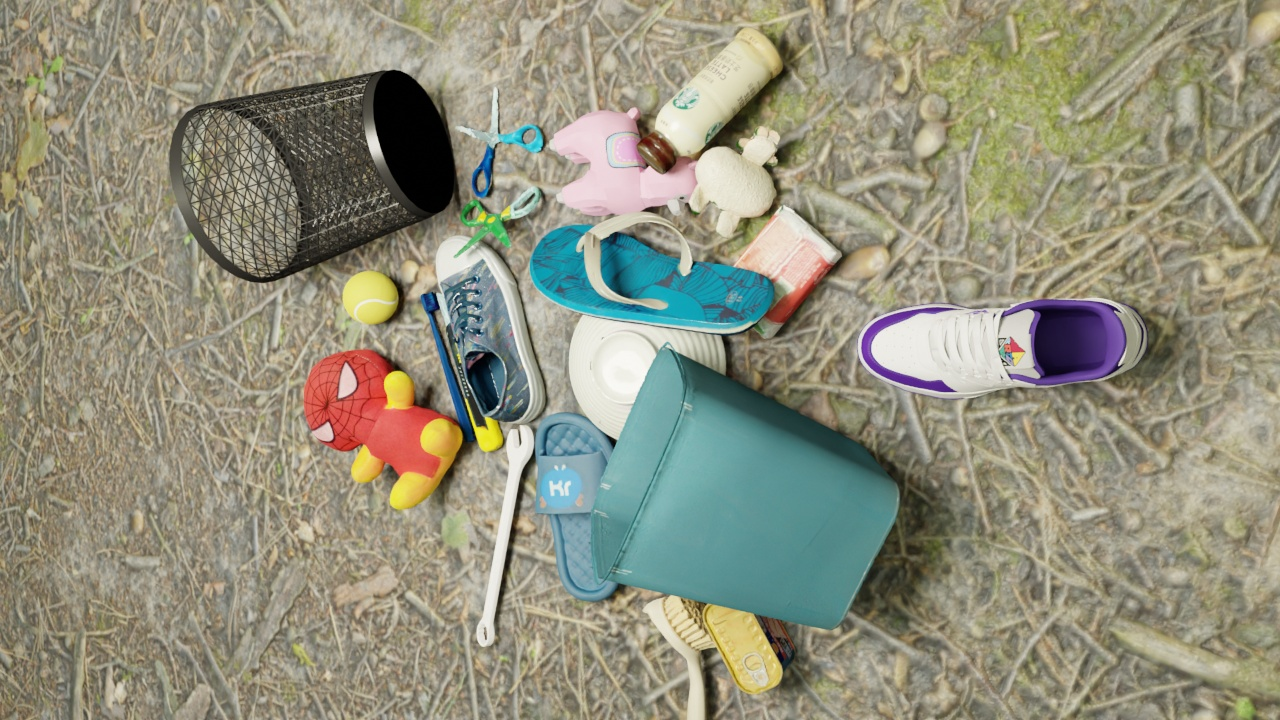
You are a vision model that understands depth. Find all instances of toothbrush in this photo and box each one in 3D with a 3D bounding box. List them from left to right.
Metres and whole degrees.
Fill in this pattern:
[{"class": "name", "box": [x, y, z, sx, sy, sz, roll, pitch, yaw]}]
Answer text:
[{"class": "toothbrush", "box": [-0.229, 0.007, 1.103, 0.017, 0.016, 0.190, -20, 84, 17]}]

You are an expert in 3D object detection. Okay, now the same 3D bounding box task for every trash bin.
[{"class": "trash bin", "box": [-0.363, -0.221, 1.061, 0.244, 0.216, 0.217, -11, 87, 18]}, {"class": "trash bin", "box": [0.090, 0.122, 0.835, 0.218, 0.196, 0.199, 21, 103, -10]}]

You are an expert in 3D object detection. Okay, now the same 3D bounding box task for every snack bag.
[{"class": "snack bag", "box": [0.137, -0.088, 0.918, 0.077, 0.036, 0.116, 44, 109, 18]}]

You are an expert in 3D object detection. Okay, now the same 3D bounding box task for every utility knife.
[{"class": "utility knife", "box": [-0.207, 0.011, 1.092, 0.029, 0.020, 0.203, -23, 81, 22]}]

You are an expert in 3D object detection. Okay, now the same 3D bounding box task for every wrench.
[{"class": "wrench", "box": [-0.161, 0.207, 1.073, 0.047, 0.009, 0.273, 22, 104, 52]}]

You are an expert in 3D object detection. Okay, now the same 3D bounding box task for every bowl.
[{"class": "bowl", "box": [-0.006, 0.006, 0.946, 0.177, 0.070, 0.177, 1, 94, 19]}]

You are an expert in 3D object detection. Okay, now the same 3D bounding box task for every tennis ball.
[{"class": "tennis ball", "box": [-0.329, -0.076, 1.119, 0.065, 0.065, 0.065, 1, 92, 25]}]

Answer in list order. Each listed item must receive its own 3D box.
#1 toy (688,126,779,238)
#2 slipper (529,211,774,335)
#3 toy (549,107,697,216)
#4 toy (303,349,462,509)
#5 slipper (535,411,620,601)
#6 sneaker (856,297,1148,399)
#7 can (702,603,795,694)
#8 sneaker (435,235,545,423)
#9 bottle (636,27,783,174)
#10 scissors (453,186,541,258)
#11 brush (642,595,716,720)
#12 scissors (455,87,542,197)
[{"class": "toy", "box": [0.097, -0.180, 0.915, 0.087, 0.050, 0.112, 29, 98, -15]}, {"class": "slipper", "box": [-0.006, -0.092, 0.926, 0.295, 0.060, 0.118, 17, 60, 32]}, {"class": "toy", "box": [-0.012, -0.205, 0.967, 0.158, 0.067, 0.123, -8, 86, 20]}, {"class": "toy", "box": [-0.313, 0.071, 1.100, 0.216, 0.098, 0.147, 36, 98, 18]}, {"class": "slipper", "box": [-0.067, 0.162, 1.011, 0.104, 0.059, 0.213, -10, 89, 23]}, {"class": "sneaker", "box": [0.307, -0.010, 0.800, 0.245, 0.111, 0.092, -4, 90, 25]}, {"class": "can", "box": [0.112, 0.279, 0.931, 0.054, 0.059, 0.099, -32, 78, 23]}, {"class": "sneaker", "box": [-0.181, -0.038, 1.044, 0.088, 0.079, 0.235, -26, 81, 24]}, {"class": "bottle", "box": [0.066, -0.253, 0.904, 0.162, 0.056, 0.056, -45, 73, -2]}, {"class": "scissors", "box": [-0.164, -0.159, 1.042, 0.131, 0.011, 0.125, -37, 44, -3]}, {"class": "brush", "box": [0.056, 0.372, 0.969, 0.077, 0.061, 0.272, -6, 94, 29]}, {"class": "scissors", "box": [-0.171, -0.250, 1.067, 0.127, 0.014, 0.133, 25, 101, 24]}]
